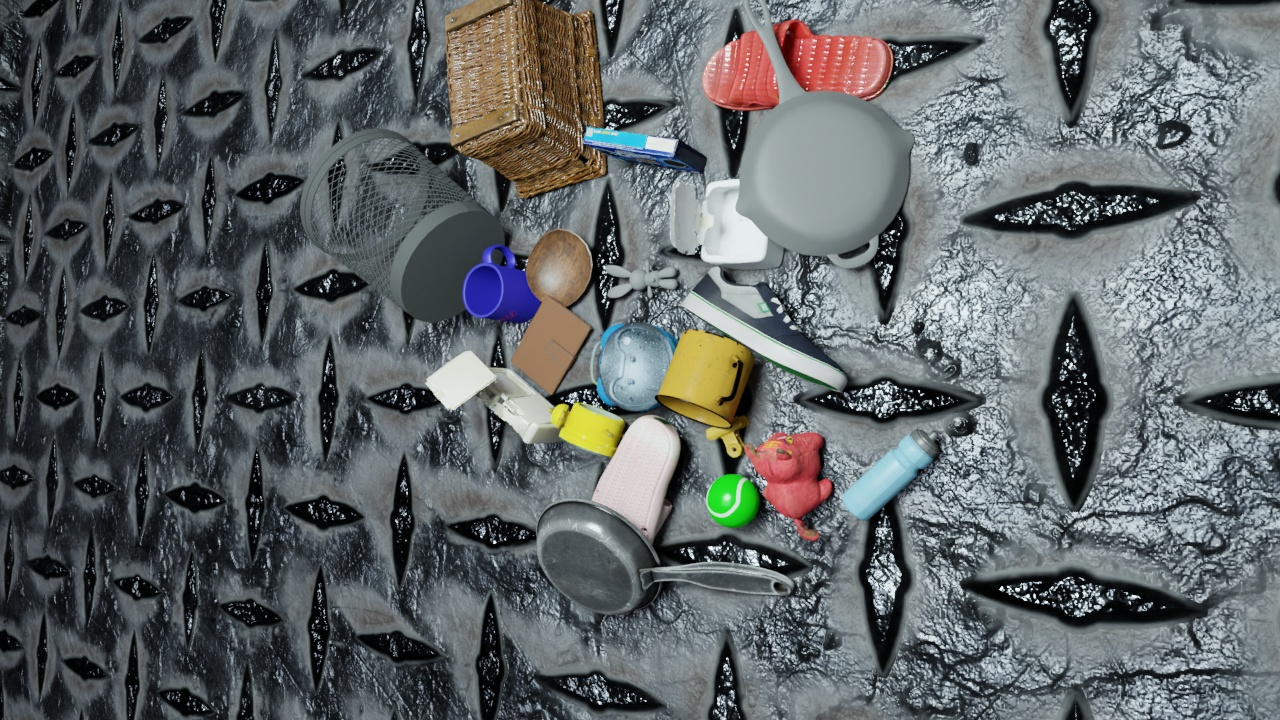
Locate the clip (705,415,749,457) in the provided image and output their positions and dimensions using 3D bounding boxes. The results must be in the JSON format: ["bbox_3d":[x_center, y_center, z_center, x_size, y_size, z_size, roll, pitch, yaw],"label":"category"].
[{"bbox_3d":[0.116,0.096,1.158,0.054,0.044,0.049,-28,113,28],"label":"clip"}]

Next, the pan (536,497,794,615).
[{"bbox_3d":[0.016,0.267,1.164,0.357,0.055,0.187,6,122,28],"label":"pan"}]

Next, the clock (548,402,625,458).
[{"bbox_3d":[-0.075,0.091,1.246,0.119,0.083,0.057,22,93,30],"label":"clock"}]

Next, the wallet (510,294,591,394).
[{"bbox_3d":[-0.130,-0.022,1.321,0.087,0.013,0.121,38,111,16],"label":"wallet"}]

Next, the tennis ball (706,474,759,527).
[{"bbox_3d":[0.113,0.172,1.123,0.065,0.065,0.065,-3,85,34],"label":"tennis ball"}]

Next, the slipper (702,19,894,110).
[{"bbox_3d":[0.181,-0.361,1.121,0.249,0.059,0.103,8,91,33],"label":"slipper"}]

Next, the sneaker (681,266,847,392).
[{"bbox_3d":[0.158,-0.044,1.104,0.235,0.084,0.079,34,92,32],"label":"sneaker"}]

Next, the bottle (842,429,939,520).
[{"bbox_3d":[0.284,0.125,1.027,0.130,0.040,0.040,-49,63,21],"label":"bottle"}]

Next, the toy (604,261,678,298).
[{"bbox_3d":[-0.001,-0.109,1.242,0.112,0.030,0.049,0,101,29],"label":"toy"}]

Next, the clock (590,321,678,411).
[{"bbox_3d":[-0.007,0.007,1.221,0.162,0.060,0.117,8,92,36],"label":"clock"}]

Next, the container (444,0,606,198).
[{"bbox_3d":[-0.167,-0.381,1.279,0.163,0.183,0.249,-10,81,31],"label":"container"}]

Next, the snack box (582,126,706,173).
[{"bbox_3d":[0.005,-0.279,1.219,0.150,0.082,0.027,16,94,34],"label":"snack box"}]

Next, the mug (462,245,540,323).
[{"bbox_3d":[-0.203,-0.114,1.345,0.079,0.083,0.111,-7,83,33],"label":"mug"}]

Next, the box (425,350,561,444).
[{"bbox_3d":[-0.184,0.046,1.258,0.143,0.186,0.070,38,106,23],"label":"box"}]

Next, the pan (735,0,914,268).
[{"bbox_3d":[0.190,-0.277,1.068,0.217,0.024,0.354,-22,85,9],"label":"pan"}]

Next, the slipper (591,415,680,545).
[{"bbox_3d":[-0.005,0.172,1.207,0.107,0.055,0.222,31,114,29],"label":"slipper"}]

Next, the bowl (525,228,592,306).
[{"bbox_3d":[-0.111,-0.132,1.316,0.102,0.026,0.114,41,113,15],"label":"bowl"}]

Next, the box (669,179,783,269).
[{"bbox_3d":[0.097,-0.174,1.118,0.121,0.136,0.109,5,87,33],"label":"box"}]

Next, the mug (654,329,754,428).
[{"bbox_3d":[0.087,0.021,1.114,0.124,0.100,0.094,-2,63,62],"label":"mug"}]

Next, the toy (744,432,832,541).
[{"bbox_3d":[0.169,0.148,1.072,0.088,0.094,0.133,-17,79,32],"label":"toy"}]

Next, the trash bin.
[{"bbox_3d":[-0.350,-0.197,1.378,0.227,0.217,0.218,38,107,26],"label":"trash bin"}]
